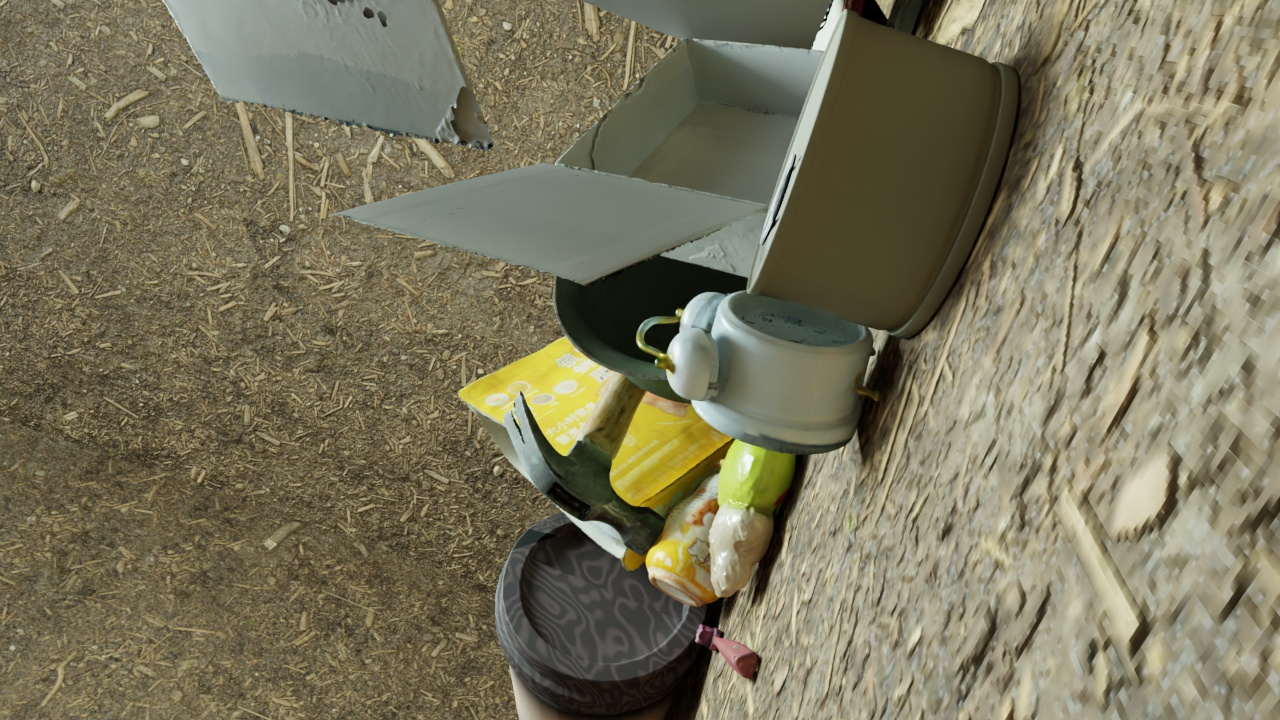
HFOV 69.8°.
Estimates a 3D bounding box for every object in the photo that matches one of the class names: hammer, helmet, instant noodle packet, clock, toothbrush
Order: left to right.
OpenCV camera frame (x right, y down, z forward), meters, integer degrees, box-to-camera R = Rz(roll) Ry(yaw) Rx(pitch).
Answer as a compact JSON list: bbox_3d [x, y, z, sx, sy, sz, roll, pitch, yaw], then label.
[{"bbox_3d":[-0.028,0.053,0.792,0.162,0.222,0.084,-31,-38,-35],"label":"instant noodle packet"},{"bbox_3d":[-0.004,0.004,0.738,0.033,0.132,0.329,-54,6,37],"label":"hammer"},{"bbox_3d":[0.051,-0.064,0.681,0.267,0.227,0.154,-59,-26,-32],"label":"helmet"},{"bbox_3d":[0.052,0.183,0.586,0.190,0.016,0.016,99,-169,-78],"label":"toothbrush"},{"bbox_3d":[0.055,0.001,0.444,0.083,0.117,0.057,-67,-12,-63],"label":"clock"}]

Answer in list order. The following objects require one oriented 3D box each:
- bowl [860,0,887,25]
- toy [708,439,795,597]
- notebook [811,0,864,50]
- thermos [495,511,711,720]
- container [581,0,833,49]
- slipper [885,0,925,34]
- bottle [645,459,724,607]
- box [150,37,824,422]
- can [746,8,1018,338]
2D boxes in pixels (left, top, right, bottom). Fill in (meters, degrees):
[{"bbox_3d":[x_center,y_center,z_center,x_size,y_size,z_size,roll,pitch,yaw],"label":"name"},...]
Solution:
[{"bbox_3d":[0.199,-0.298,0.866,0.124,0.052,0.124,-163,92,-84],"label":"bowl"},{"bbox_3d":[0.069,0.093,0.586,0.092,0.043,0.117,110,177,-70],"label":"toy"},{"bbox_3d":[0.174,-0.312,0.808,0.153,0.012,0.208,116,171,-63],"label":"notebook"},{"bbox_3d":[-0.038,0.257,0.791,0.172,0.173,0.227,-70,-10,-46],"label":"thermos"},{"bbox_3d":[0.066,-0.386,0.670,0.242,0.245,0.248,-71,2,-48],"label":"container"},{"bbox_3d":[0.210,-0.334,0.697,0.098,0.055,0.269,-73,-1,-76],"label":"slipper"},{"bbox_3d":[0.050,0.129,0.696,0.109,0.063,0.063,-60,-6,-22],"label":"bottle"},{"bbox_3d":[-0.018,-0.078,0.504,0.417,0.166,0.108,-41,-44,-39],"label":"box"},{"bbox_3d":[0.102,-0.079,0.406,0.128,0.073,0.128,24,-96,-88],"label":"can"}]
